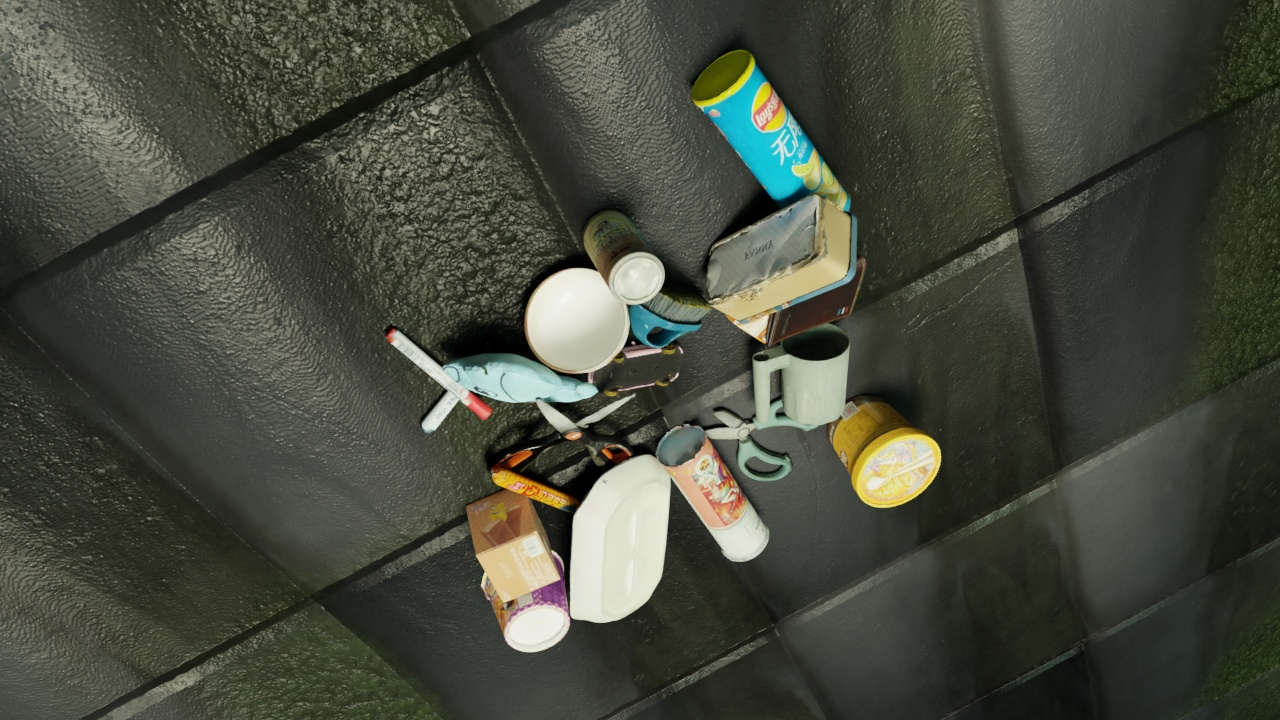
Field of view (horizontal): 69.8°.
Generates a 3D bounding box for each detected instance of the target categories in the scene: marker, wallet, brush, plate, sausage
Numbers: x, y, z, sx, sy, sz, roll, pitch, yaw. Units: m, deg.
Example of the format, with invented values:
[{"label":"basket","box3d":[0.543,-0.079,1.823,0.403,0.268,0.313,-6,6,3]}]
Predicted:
[{"label":"marker","box3d":[-0.219,0.015,1.004,0.017,0.017,0.145,-42,115,9]},{"label":"wallet","box3d":[0.205,-0.070,1.083,0.122,0.020,0.096,-21,141,-20]},{"label":"brush","box3d":[0.027,-0.048,1.007,0.074,0.055,0.143,-57,162,15]},{"label":"plate","box3d":[-0.018,0.242,1.190,0.161,0.034,0.266,-21,130,-36]},{"label":"marker","box3d":[-0.207,0.031,1.034,0.022,0.018,0.131,35,105,-24]},{"label":"sausage","box3d":[-0.125,0.160,1.125,0.021,0.021,0.165,-45,139,12]}]

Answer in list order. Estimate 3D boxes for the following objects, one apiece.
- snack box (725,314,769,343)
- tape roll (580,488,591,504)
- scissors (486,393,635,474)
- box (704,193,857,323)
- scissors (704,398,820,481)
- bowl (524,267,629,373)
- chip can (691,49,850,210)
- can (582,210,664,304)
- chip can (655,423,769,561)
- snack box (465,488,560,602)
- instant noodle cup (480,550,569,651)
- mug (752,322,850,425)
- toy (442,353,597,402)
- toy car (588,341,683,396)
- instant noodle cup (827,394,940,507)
[{"label":"snack box","box3d":[0.173,-0.093,1.072,0.154,0.026,0.075,-48,139,14]},{"label":"tape roll","box3d":[-0.037,0.193,1.202,0.085,0.014,0.086,-9,124,-14]},{"label":"scissors","box3d":[-0.080,0.095,1.071,0.234,0.021,0.220,-28,149,27]},{"label":"box","box3d":[0.150,-0.108,0.976,0.062,0.089,0.185,25,153,-34]},{"label":"scissors","box3d":[0.157,0.111,1.215,0.176,0.019,0.172,-5,124,-18]},{"label":"bowl","box3d":[-0.064,-0.041,0.998,0.113,0.113,0.062,-38,170,7]},{"label":"chip can","box3d":[0.140,-0.221,0.958,0.071,0.071,0.210,-41,126,9]},{"label":"can","box3d":[-0.019,-0.108,0.947,0.058,0.116,0.059,-10,124,-15]},{"label":"chip can","box3d":[0.096,0.176,1.204,0.071,0.071,0.215,-32,126,3]},{"label":"snack box","box3d":[-0.158,0.224,1.129,0.077,0.094,0.093,-22,127,-5]},{"label":"instant noodle cup","box3d":[-0.143,0.315,1.193,0.111,0.099,0.112,-10,126,-14]},{"label":"mug","box3d":[0.196,0.022,1.130,0.124,0.083,0.103,-17,128,-12]},{"label":"toy","box3d":[-0.129,0.022,0.997,0.161,0.156,0.049,6,80,5]},{"label":"toy car","box3d":[-0.006,0.006,1.079,0.122,0.037,0.056,-9,128,-29]},{"label":"instant noodle cup","box3d":[0.313,0.113,1.212,0.118,0.114,0.119,-10,125,-14]}]
